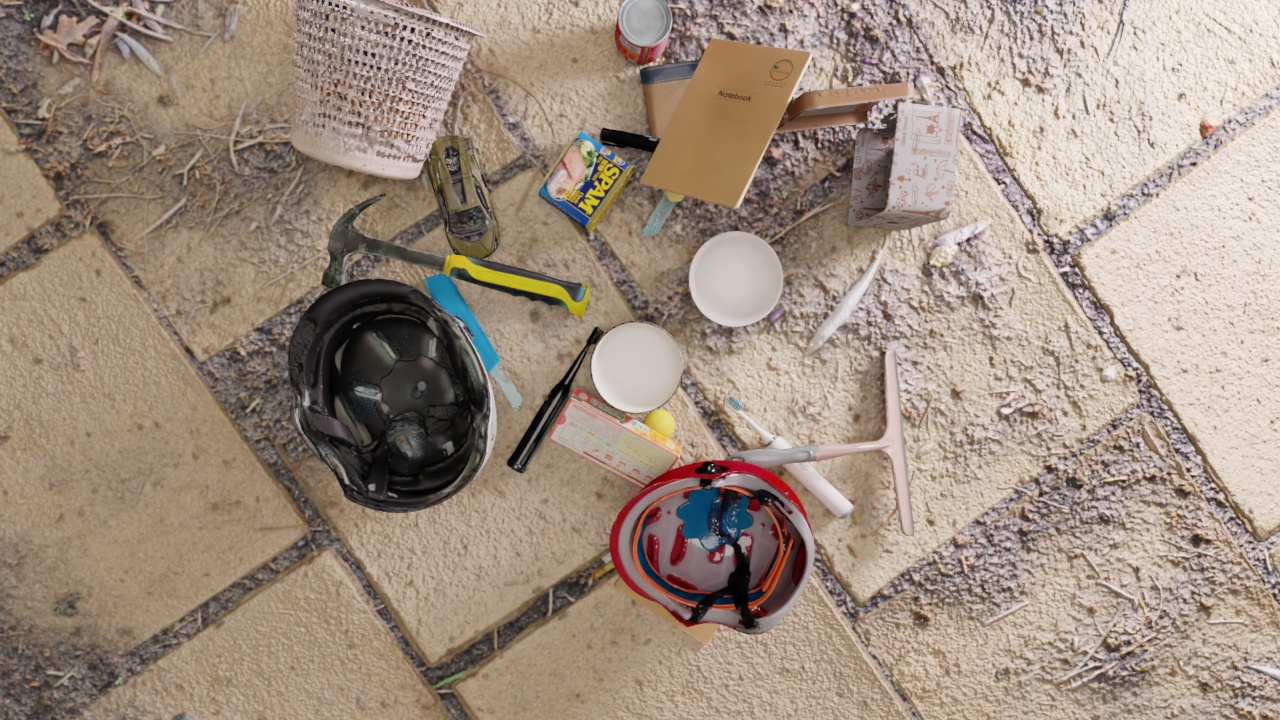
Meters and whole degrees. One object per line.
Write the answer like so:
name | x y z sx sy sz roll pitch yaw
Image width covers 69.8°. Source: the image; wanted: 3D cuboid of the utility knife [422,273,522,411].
utility knife | -0.210 -0.024 1.175 0.034 0.018 0.204 -33 93 -3

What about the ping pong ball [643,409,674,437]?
ping pong ball | 0.024 0.083 1.184 0.040 0.040 0.040 0 93 -3

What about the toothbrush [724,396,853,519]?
toothbrush | 0.192 0.126 1.203 0.221 0.026 0.026 43 130 -4

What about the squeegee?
squeegee | 0.232 0.118 1.176 0.249 0.040 0.247 -6 89 -9

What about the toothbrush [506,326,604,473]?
toothbrush | -0.107 0.049 1.183 0.027 0.026 0.212 32 89 -39

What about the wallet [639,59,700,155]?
wallet | 0.051 -0.321 1.170 0.090 0.033 0.115 -8 94 0

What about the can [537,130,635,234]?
can | -0.069 -0.225 1.155 0.083 0.057 0.102 35 90 -2

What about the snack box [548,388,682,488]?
snack box | -0.032 0.104 1.170 0.156 0.027 0.077 29 125 -5

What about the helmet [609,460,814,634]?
helmet | 0.092 0.212 1.133 0.240 0.143 0.207 10 107 8

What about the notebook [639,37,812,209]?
notebook | 0.099 -0.288 1.100 0.148 0.008 0.207 23 84 34

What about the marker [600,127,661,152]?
marker | 0.012 -0.271 1.155 0.132 0.020 0.022 15 111 16

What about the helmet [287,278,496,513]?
helmet | -0.283 0.044 1.108 0.230 0.157 0.274 -32 83 0

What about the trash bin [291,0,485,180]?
trash bin | -0.313 -0.323 1.071 0.227 0.227 0.192 16 104 -4

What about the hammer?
hammer | -0.220 -0.117 1.141 0.323 0.032 0.126 13 103 -12

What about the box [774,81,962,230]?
box | 0.260 -0.248 1.110 0.193 0.183 0.157 3 92 -3

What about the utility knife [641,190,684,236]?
utility knife | 0.061 -0.244 1.158 0.031 0.021 0.206 31 95 -3

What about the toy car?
toy car | -0.222 -0.204 1.156 0.070 0.042 0.158 -17 96 -2

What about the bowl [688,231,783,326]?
bowl | 0.117 -0.102 1.167 0.118 0.065 0.118 0 93 -3

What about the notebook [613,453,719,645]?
notebook | 0.085 0.250 1.212 0.149 0.012 0.211 34 91 -6

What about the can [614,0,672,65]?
can | 0.002 -0.406 1.130 0.066 0.094 0.066 0 92 -3

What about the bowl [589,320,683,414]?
bowl | -0.007 0.007 1.165 0.116 0.066 0.116 0 94 -4
